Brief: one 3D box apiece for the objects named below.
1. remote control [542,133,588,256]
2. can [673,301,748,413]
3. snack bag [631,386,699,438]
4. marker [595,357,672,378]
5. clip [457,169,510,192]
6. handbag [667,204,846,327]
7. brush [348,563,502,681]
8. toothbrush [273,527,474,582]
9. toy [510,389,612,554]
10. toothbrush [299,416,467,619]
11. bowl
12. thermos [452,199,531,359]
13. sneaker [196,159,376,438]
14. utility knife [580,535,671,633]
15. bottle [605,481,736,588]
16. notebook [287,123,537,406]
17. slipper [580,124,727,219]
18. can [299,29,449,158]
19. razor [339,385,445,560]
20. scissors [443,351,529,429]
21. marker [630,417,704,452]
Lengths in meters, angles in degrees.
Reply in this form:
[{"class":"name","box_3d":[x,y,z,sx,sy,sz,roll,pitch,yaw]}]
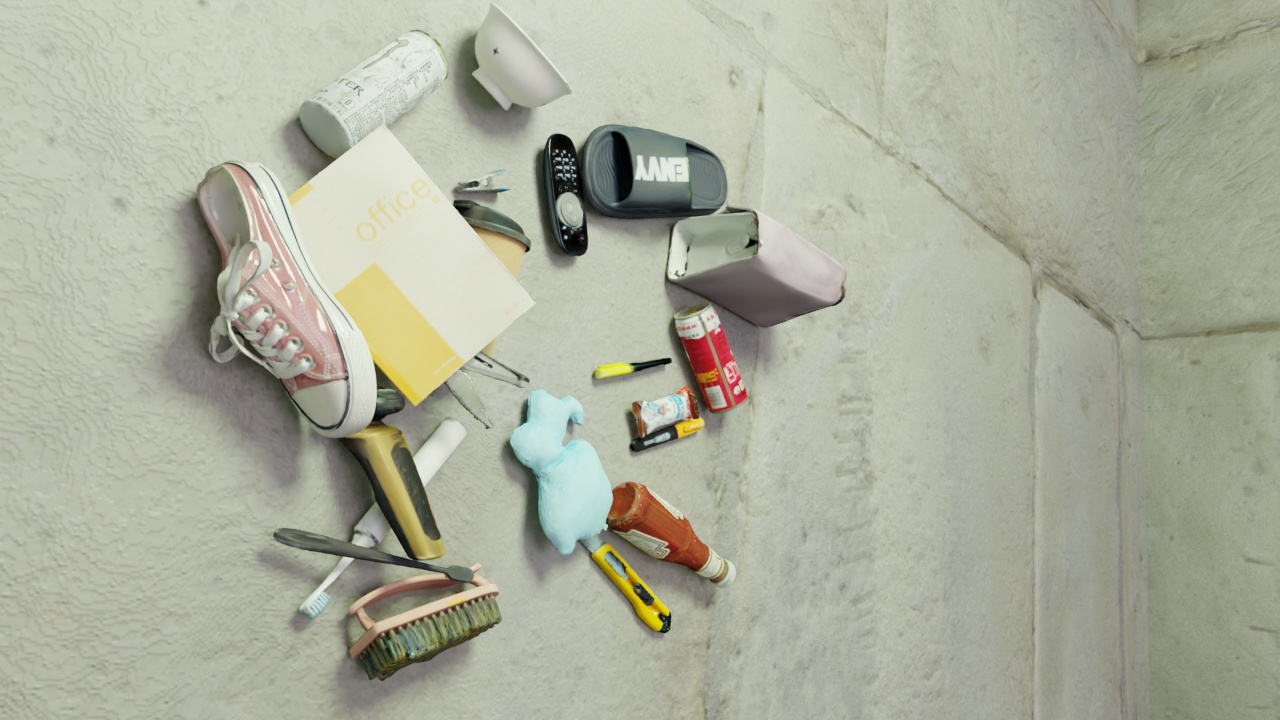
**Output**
[{"class":"remote control","box_3d":[-0.085,-0.181,1.014,0.053,0.024,0.136,-8,91,-52]},{"class":"can","box_3d":[0.088,-0.004,1.146,0.053,0.053,0.133,-36,110,-42]},{"class":"snack bag","box_3d":[0.029,0.060,1.098,0.105,0.026,0.045,-15,99,-43]},{"class":"marker","box_3d":[-0.006,0.006,1.075,0.123,0.018,0.015,-10,97,-46]},{"class":"clip","box_3d":[-0.163,-0.181,0.938,0.058,0.027,0.044,-22,108,-41]},{"class":"handbag","box_3d":[0.151,-0.120,1.160,0.196,0.145,0.098,21,73,-43]},{"class":"brush","box_3d":[-0.190,0.229,0.835,0.145,0.063,0.073,-11,63,-47]},{"class":"toothbrush","box_3d":[-0.228,0.170,0.795,0.181,0.018,0.015,22,66,-32]},{"class":"toy","box_3d":[-0.078,0.119,0.967,0.156,0.050,0.161,40,50,-26]},{"class":"toothbrush","box_3d":[-0.229,0.137,0.827,0.026,0.027,0.220,44,55,-13]},{"class":"bowl","box_3d":[-0.133,-0.298,0.943,0.065,0.118,0.118,-43,122,4]},{"class":"thermos","box_3d":[-0.161,-0.073,0.884,0.093,0.093,0.143,18,80,-43]},{"class":"sneaker","box_3d":[-0.296,-0.042,0.728,0.087,0.118,0.241,-35,104,-61]},{"class":"utility knife","box_3d":[-0.013,0.253,1.038,0.177,0.015,0.033,53,49,-27]},{"class":"bottle","box_3d":[0.041,0.210,1.069,0.206,0.060,0.059,40,58,-35]},{"class":"notebook","box_3d":[-0.212,-0.083,0.808,0.145,0.010,0.206,-42,102,-12]},{"class":"slipper","box_3d":[0.038,-0.229,1.102,0.267,0.083,0.110,-7,90,-49]},{"class":"can","box_3d":[-0.241,-0.246,0.841,0.058,0.058,0.146,56,51,-25]},{"class":"razor","box_3d":[-0.214,0.097,0.802,0.167,0.068,0.062,66,18,4]},{"class":"scissors","box_3d":[-0.200,-0.036,0.826,0.188,0.015,0.224,-7,92,-17]},{"class":"marker","box_3d":[0.034,0.089,1.107,0.123,0.015,0.018,-15,91,-44]}]
